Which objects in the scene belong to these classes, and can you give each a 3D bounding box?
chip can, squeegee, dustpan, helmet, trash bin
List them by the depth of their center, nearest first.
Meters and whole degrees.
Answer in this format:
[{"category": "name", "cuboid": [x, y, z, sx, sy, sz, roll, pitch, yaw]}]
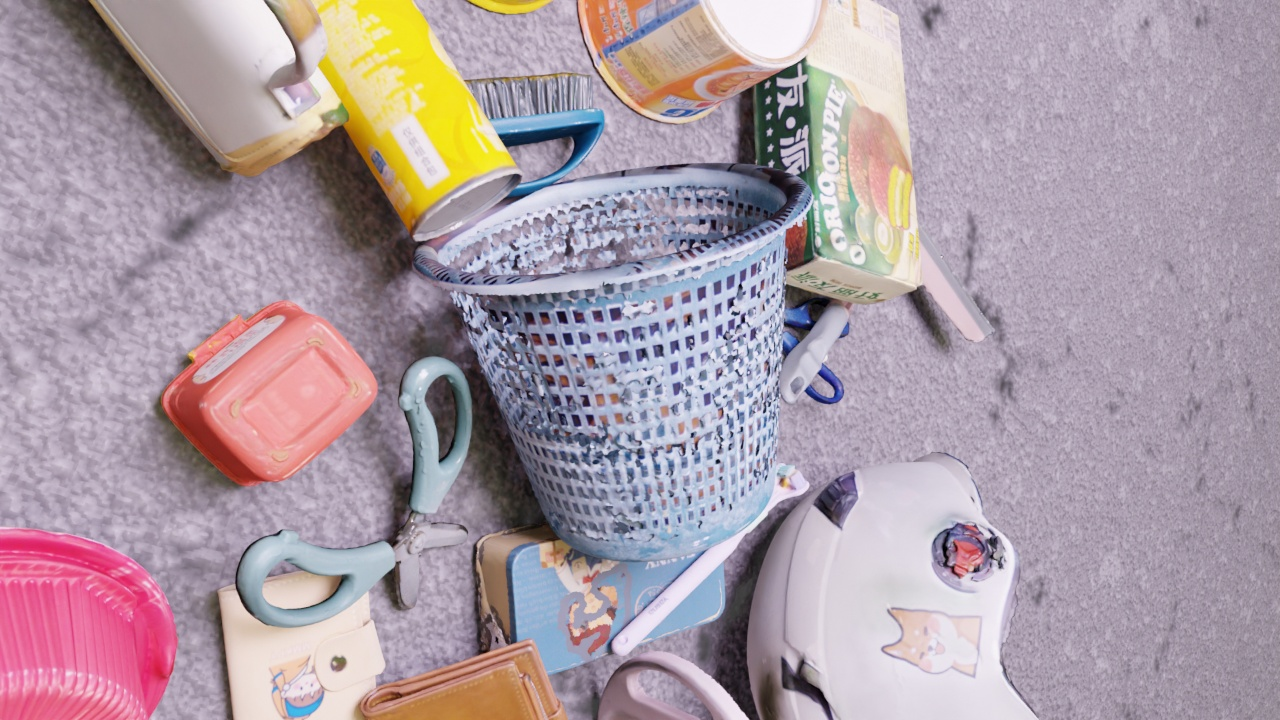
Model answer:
[{"category": "chip can", "cuboid": [-0.147, -0.171, 0.484, 0.071, 0.072, 0.213, -33, 92, -30]}, {"category": "trash bin", "cuboid": [-0.003, 0.003, 0.556, 0.226, 0.227, 0.195, -25, 117, -32]}, {"category": "dustpan", "cuboid": [0.031, 0.334, 0.575, 0.138, 0.223, 0.273, 25, 72, -31]}, {"category": "helmet", "cuboid": [0.157, 0.198, 0.668, 0.156, 0.231, 0.273, 4, 64, -11]}, {"category": "squeegee", "cuboid": [0.166, -0.043, 0.745, 0.247, 0.040, 0.248, 52, 54, -13]}]

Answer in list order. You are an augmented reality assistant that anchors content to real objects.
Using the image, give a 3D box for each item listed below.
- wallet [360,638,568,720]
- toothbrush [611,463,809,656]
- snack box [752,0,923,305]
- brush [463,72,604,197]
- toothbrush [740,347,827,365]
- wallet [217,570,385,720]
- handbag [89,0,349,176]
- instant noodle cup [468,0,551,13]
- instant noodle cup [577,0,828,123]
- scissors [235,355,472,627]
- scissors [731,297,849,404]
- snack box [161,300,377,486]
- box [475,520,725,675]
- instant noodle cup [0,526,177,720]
[{"category": "wallet", "cuboid": [-0.089, 0.237, 0.556, 0.119, 0.035, 0.131, -19, 114, -7]}, {"category": "toothbrush", "cuboid": [0.049, 0.135, 0.628, 0.188, 0.029, 0.021, -39, 150, -28]}, {"category": "snack box", "cuboid": [0.148, -0.169, 0.701, 0.114, 0.063, 0.239, 10, 72, -35]}, {"category": "brush", "cuboid": [-0.084, -0.139, 0.573, 0.143, 0.055, 0.073, -16, 97, -34]}, {"category": "toothbrush", "cuboid": [0.081, 0.001, 0.720, 0.187, 0.017, 0.016, -4, 75, -38]}, {"category": "wallet", "cuboid": [-0.190, 0.178, 0.527, 0.087, 0.024, 0.115, -8, 93, -38]}, {"category": "handbag", "cuboid": [-0.204, -0.166, 0.416, 0.063, 0.179, 0.163, -43, 115, -21]}, {"category": "instant noodle cup", "cuboid": [-0.065, -0.294, 0.551, 0.137, 0.110, 0.138, -2, 93, -34]}, {"category": "instant noodle cup", "cuboid": [0.049, -0.250, 0.631, 0.151, 0.112, 0.151, -1, 92, -36]}, {"category": "scissors", "cuboid": [-0.150, 0.086, 0.507, 0.179, 0.019, 0.170, -27, 133, -52]}, {"category": "scissors", "cuboid": [0.113, -0.034, 0.734, 0.156, 0.012, 0.165, -37, 98, -41]}, {"category": "snack box", "cuboid": [-0.193, 0.017, 0.486, 0.091, 0.080, 0.082, -47, 115, -25]}, {"category": "box", "cuboid": [-0.019, 0.148, 0.626, 0.184, 0.059, 0.090, -9, 97, -33]}, {"category": "instant noodle cup", "cuboid": [-0.287, 0.167, 0.383, 0.193, 0.066, 0.194, -27, 136, -30]}]
